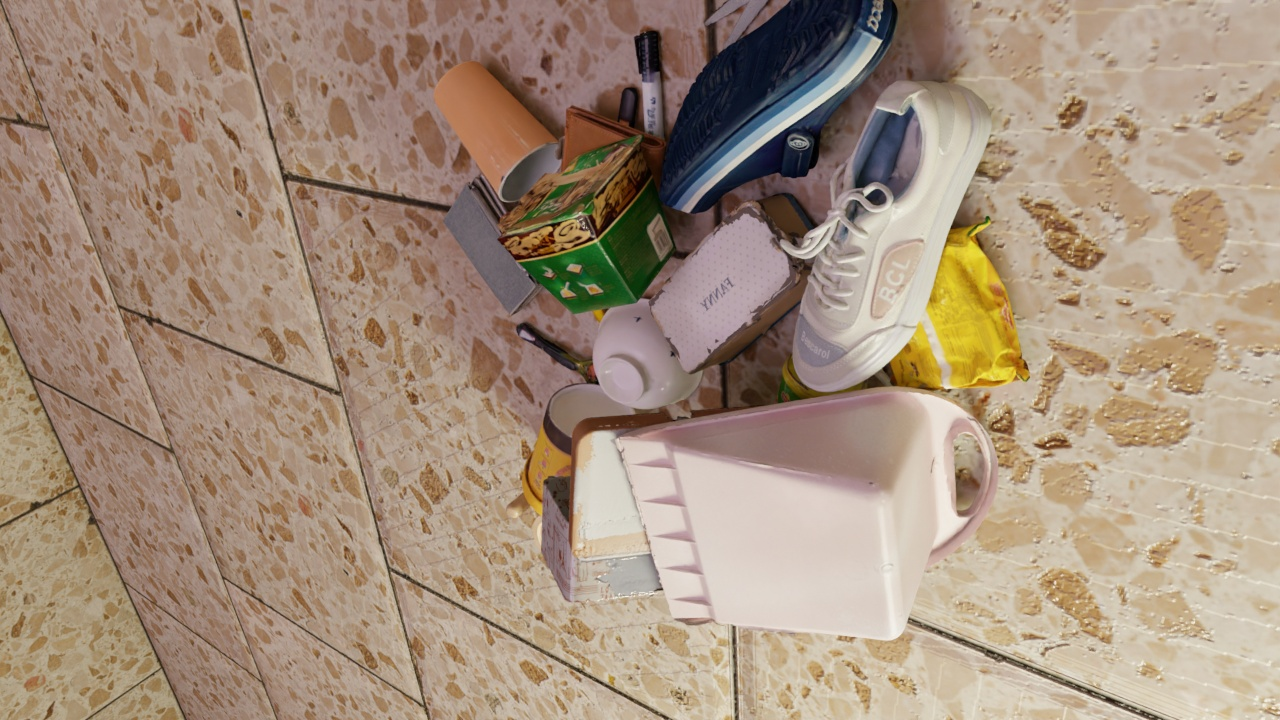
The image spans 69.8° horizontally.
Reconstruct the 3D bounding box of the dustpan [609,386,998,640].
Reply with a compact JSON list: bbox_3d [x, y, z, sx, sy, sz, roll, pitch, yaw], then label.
[{"bbox_3d":[0.144,0.119,0.762,0.274,0.138,0.223,6,128,26],"label":"dustpan"}]

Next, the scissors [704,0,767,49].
[{"bbox_3d":[0.101,-0.297,0.666,0.171,0.012,0.141,8,122,39],"label":"scissors"}]

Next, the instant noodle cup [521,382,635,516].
[{"bbox_3d":[-0.060,0.095,0.970,0.118,0.118,0.115,32,132,22],"label":"instant noodle cup"}]

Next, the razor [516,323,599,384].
[{"bbox_3d":[-0.084,-0.006,0.997,0.143,0.022,0.043,29,130,25],"label":"razor"}]

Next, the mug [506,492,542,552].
[{"bbox_3d":[-0.075,0.169,1.039,0.125,0.103,0.084,28,131,24],"label":"mug"}]

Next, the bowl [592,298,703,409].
[{"bbox_3d":[-0.005,0.005,0.894,0.118,0.064,0.118,15,122,24],"label":"bowl"}]

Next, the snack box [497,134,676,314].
[{"bbox_3d":[-0.035,-0.106,0.774,0.118,0.118,0.105,-7,128,43],"label":"snack box"}]

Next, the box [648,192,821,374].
[{"bbox_3d":[0.078,-0.059,0.791,0.185,0.059,0.089,-42,72,49],"label":"box"}]

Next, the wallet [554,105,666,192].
[{"bbox_3d":[-0.030,-0.152,0.828,0.108,0.031,0.132,28,134,23],"label":"wallet"}]

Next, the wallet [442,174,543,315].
[{"bbox_3d":[-0.149,-0.122,0.972,0.129,0.036,0.107,56,147,0],"label":"wallet"}]

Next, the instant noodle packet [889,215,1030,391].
[{"bbox_3d":[0.226,-0.040,0.695,0.111,0.044,0.128,-8,107,45],"label":"instant noodle packet"}]

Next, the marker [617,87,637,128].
[{"bbox_3d":[-0.017,-0.187,0.833,0.018,0.015,0.124,26,129,21],"label":"marker"}]

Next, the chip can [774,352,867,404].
[{"bbox_3d":[0.140,0.094,0.832,0.072,0.072,0.222,29,132,24],"label":"chip can"}]

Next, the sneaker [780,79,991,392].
[{"bbox_3d":[0.157,-0.080,0.650,0.089,0.090,0.243,43,124,40],"label":"sneaker"}]

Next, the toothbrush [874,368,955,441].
[{"bbox_3d":[0.197,0.003,0.767,0.180,0.016,0.016,49,129,5],"label":"toothbrush"}]

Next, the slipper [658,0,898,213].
[{"bbox_3d":[0.103,-0.187,0.679,0.095,0.105,0.253,23,154,-20],"label":"slipper"}]

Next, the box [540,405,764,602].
[{"bbox_3d":[0.005,0.115,0.850,0.156,0.180,0.227,-120,30,-58],"label":"box"}]

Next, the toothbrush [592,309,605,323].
[{"bbox_3d":[-0.039,-0.046,0.939,0.016,0.018,0.191,-19,106,25],"label":"toothbrush"}]

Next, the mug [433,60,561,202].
[{"bbox_3d":[-0.138,-0.222,0.876,0.122,0.078,0.078,51,137,11],"label":"mug"}]

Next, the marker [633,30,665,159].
[{"bbox_3d":[0.009,-0.215,0.790,0.023,0.018,0.131,9,121,21],"label":"marker"}]
